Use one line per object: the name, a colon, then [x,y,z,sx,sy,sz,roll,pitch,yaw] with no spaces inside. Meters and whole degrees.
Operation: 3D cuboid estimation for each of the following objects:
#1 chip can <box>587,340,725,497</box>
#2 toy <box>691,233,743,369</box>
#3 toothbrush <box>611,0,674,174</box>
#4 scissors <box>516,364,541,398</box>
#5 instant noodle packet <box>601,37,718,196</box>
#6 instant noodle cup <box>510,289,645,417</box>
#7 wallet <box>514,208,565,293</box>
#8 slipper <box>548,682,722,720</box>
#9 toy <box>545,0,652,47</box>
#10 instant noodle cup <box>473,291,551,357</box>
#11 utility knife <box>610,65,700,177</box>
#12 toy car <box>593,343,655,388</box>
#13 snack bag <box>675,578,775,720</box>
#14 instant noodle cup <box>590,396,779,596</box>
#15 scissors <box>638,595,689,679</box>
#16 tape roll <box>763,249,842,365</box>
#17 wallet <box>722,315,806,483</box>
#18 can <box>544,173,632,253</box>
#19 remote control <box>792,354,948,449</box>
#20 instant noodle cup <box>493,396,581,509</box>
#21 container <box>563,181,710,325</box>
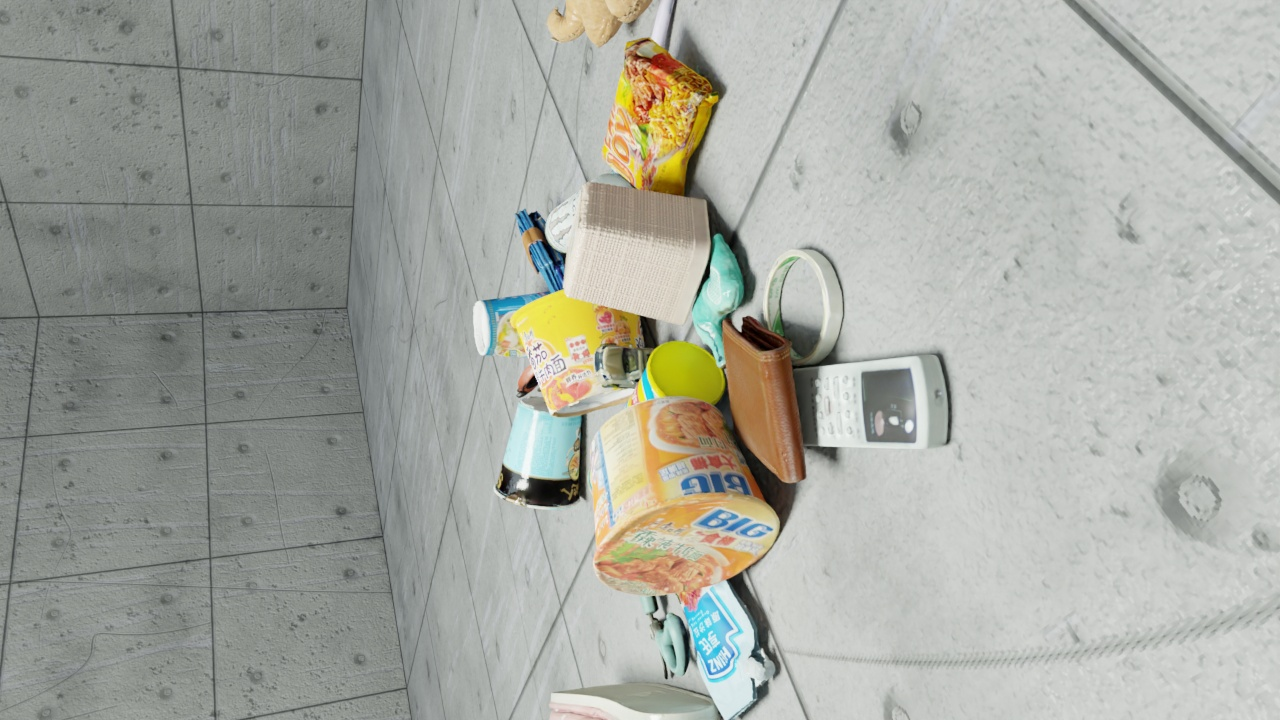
chip can: [0.009,0.070,0.871,0.211,0.071,0.071,118,141,-50]
toy: [0.066,-0.045,0.777,0.092,0.030,0.096,114,146,-54]
toothbrush: [0.005,-0.271,0.878,0.029,0.021,0.189,-53,-18,-63]
scissors: [-0.089,-0.022,1.076,0.015,0.192,0.207,53,174,14]
instant noodle packet: [0.012,-0.212,0.830,0.111,0.044,0.129,46,140,26]
instant noodle cup: [-0.054,-0.008,0.940,0.138,0.137,0.109,-37,67,62]
wallet: [-0.111,-0.115,1.124,0.133,0.040,0.106,59,174,46]
slipper: [-0.011,0.358,0.914,0.275,0.114,0.054,-26,65,58]
toy: [-0.038,-0.386,0.905,0.226,0.082,0.143,-171,90,-68]
instant noodle cup: [-0.154,-0.043,1.180,0.099,0.109,0.099,175,90,-67]
utility knife: [0.007,-0.220,0.900,0.220,0.022,0.031,-28,63,58]
toy car: [-0.005,0.005,0.872,0.035,0.090,0.042,-18,73,49]
snack bag: [0.061,0.215,0.817,0.111,0.038,0.190,-55,44,42]
instant noodle cup: [0.026,0.108,0.755,0.152,0.151,0.111,112,153,-44]
scissors: [0.013,0.234,0.910,0.170,0.019,0.179,110,144,-70]
tape roll: [0.118,-0.039,0.677,0.086,0.013,0.086,176,90,-67]
wallet: [0.092,0.026,0.691,0.124,0.032,0.101,-126,27,-74]
can: [-0.057,-0.158,1.007,0.147,0.058,0.058,168,98,-66]
remote control: [0.146,0.030,0.614,0.150,0.021,0.058,169,97,-67]
instant noodle cup: [-0.120,0.111,1.143,0.111,0.111,0.120,-150,67,-63]
container: [-0.006,-0.097,0.803,0.089,0.111,0.090,-89,13,-48]
